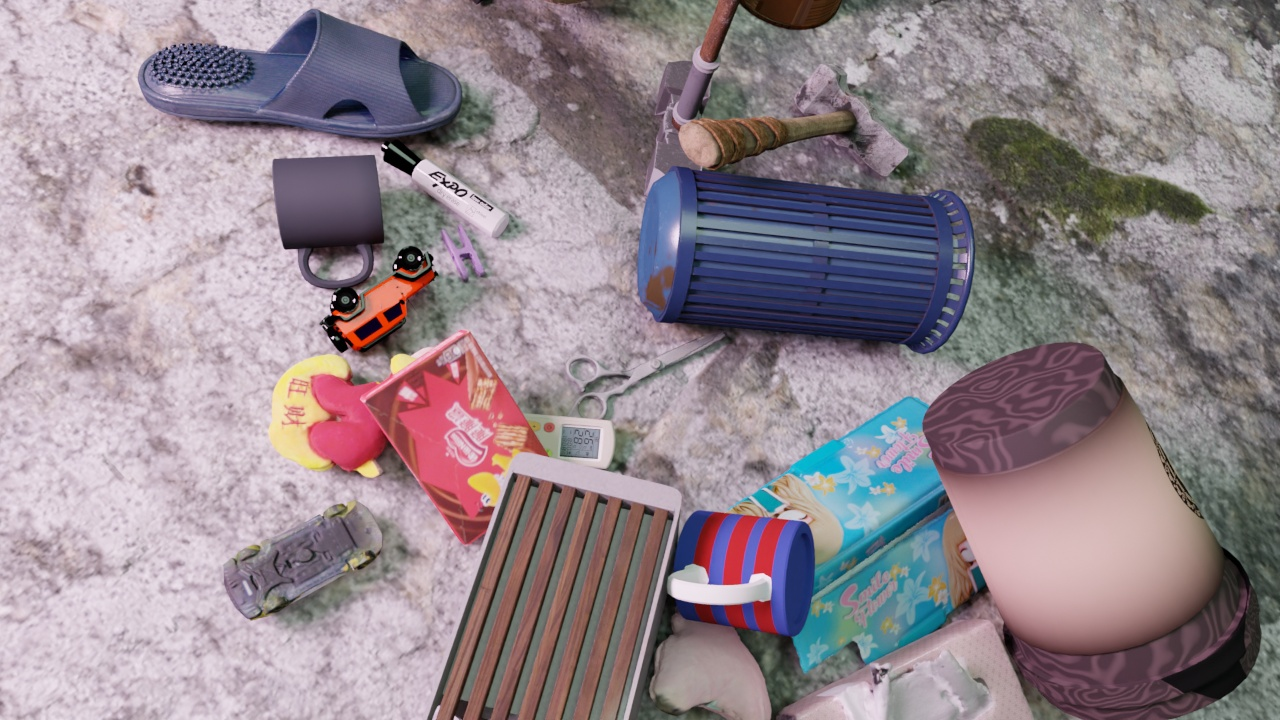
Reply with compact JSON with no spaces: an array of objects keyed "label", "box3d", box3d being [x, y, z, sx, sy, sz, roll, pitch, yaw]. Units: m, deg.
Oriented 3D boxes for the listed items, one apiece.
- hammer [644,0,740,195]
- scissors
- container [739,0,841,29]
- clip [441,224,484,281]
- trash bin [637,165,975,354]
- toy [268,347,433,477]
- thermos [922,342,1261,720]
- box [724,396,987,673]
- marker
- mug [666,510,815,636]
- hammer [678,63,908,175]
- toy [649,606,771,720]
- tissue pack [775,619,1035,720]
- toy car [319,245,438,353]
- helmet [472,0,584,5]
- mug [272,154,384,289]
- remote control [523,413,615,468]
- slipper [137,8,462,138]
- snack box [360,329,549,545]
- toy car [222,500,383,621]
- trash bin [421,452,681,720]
[{"label":"hammer","box3d":[0.063,-0.266,0.728,0.043,0.323,0.155,11,64,-8]},{"label":"scissors","box3d":[0.003,0.017,0.759,0.171,0.014,0.090,-4,68,-13]},{"label":"container","box3d":[0.173,-0.444,0.922,0.132,0.168,0.132,5,65,-11]},{"label":"clip","box3d":[-0.147,-0.092,0.775,0.037,0.013,0.053,-7,70,-15]},{"label":"trash bin","box3d":[0.129,-0.085,0.767,0.249,0.139,0.139,5,65,-9]},{"label":"toy","box3d":[-0.204,0.038,0.677,0.137,0.067,0.105,-14,68,-11]},{"label":"thermos","box3d":[0.312,0.116,0.657,0.172,0.173,0.226,-37,103,-25]},{"label":"box","box3d":[0.187,0.136,0.714,0.226,0.084,0.172,-27,74,-23]},{"label":"marker","box3d":[-0.170,-0.150,0.789,0.126,0.025,0.025,35,63,4]},{"label":"mug","box3d":[0.063,0.142,0.602,0.076,0.111,0.075,2,90,25]},{"label":"hammer","box3d":[0.132,-0.199,0.795,0.121,0.049,0.317,51,38,11]},{"label":"toy","box3d":[0.048,0.213,0.658,0.099,0.053,0.095,21,39,-24]},{"label":"tissue pack","box3d":[0.195,0.257,0.659,0.181,0.071,0.104,-17,82,-16]},{"label":"toy car","box3d":[-0.201,-0.046,0.718,0.100,0.051,0.049,-37,98,-19]},{"label":"helmet","box3d":[-0.086,-0.417,0.789,0.250,0.256,0.232,45,67,8]},{"label":"mug","box3d":[-0.247,-0.110,0.735,0.077,0.071,0.105,-6,94,-16]},{"label":"remote control","box3d":[-0.082,0.061,0.711,0.125,0.018,0.038,6,88,-12]},{"label":"slipper","box3d":[-0.284,-0.253,0.771,0.263,0.083,0.101,0,52,-11]},{"label":"snack box","box3d":[-0.128,0.056,0.665,0.089,0.021,0.133,-36,110,-17]},{"label":"toy car","box3d":[-0.233,0.139,0.638,0.105,0.033,0.048,-26,72,-27]},{"label":"trash bin","box3d":[-0.055,0.195,0.594,0.114,0.115,0.228,13,63,7]}]
